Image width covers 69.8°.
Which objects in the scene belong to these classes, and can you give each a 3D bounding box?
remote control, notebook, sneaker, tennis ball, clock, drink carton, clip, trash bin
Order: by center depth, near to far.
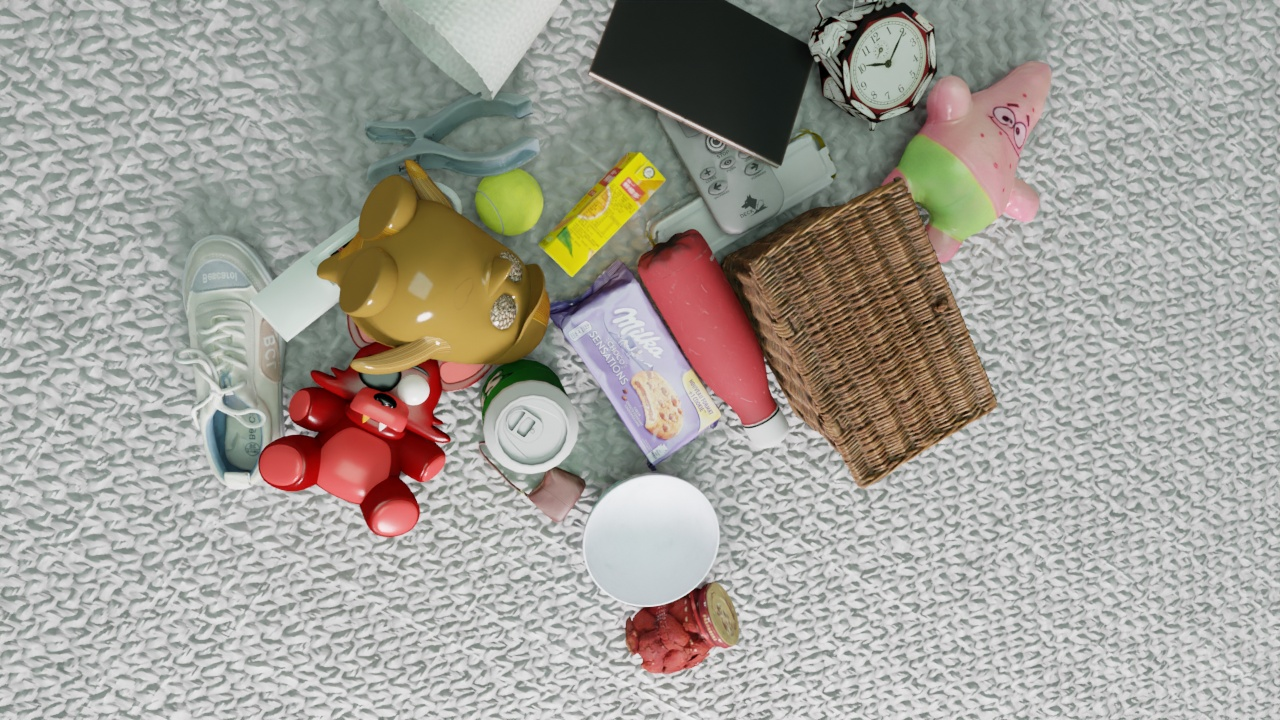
[{"bbox_3d":[-0.133,-0.340,0.822,0.133,0.133,0.161,40,87,-16],"label":"trash bin"},{"bbox_3d":[-0.174,-0.189,0.857,0.167,0.028,0.127,-13,62,-4],"label":"clip"},{"bbox_3d":[-0.380,0.004,0.860,0.089,0.091,0.242,-4,101,-9],"label":"sneaker"},{"bbox_3d":[-0.292,-0.084,0.863,0.049,0.024,0.143,47,68,-2],"label":"remote control"},{"bbox_3d":[-0.127,-0.154,0.889,0.065,0.065,0.065,-2,102,-11],"label":"tennis ball"},{"bbox_3d":[0.066,-0.294,0.902,0.209,0.008,0.141,22,75,-15],"label":"notebook"},{"bbox_3d":[-0.038,-0.146,0.912,0.134,0.058,0.043,-46,108,0],"label":"drink carton"},{"bbox_3d":[0.083,-0.202,0.921,0.074,0.019,0.151,-29,87,-3],"label":"remote control"},{"bbox_3d":[0.225,-0.317,0.923,0.114,0.065,0.154,-41,121,-1],"label":"clock"}]

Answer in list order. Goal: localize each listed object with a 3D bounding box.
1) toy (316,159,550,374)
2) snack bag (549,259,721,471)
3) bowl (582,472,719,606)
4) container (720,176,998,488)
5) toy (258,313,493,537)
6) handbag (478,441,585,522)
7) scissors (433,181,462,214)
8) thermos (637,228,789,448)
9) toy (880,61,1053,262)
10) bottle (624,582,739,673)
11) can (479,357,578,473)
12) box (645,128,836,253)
[{"bbox_3d":[-0.167,-0.063,0.842,0.203,0.163,0.198,25,67,-41],"label":"toy"},{"bbox_3d":[-0.006,0.005,0.951,0.096,0.058,0.205,-33,103,-6],"label":"snack bag"},{"bbox_3d":[0.005,0.179,0.979,0.144,0.074,0.144,-2,102,-11],"label":"bowl"},{"bbox_3d":[0.199,-0.038,0.915,0.162,0.183,0.250,-30,106,-5],"label":"container"},{"bbox_3d":[-0.253,0.053,0.887,0.158,0.120,0.197,28,87,-11],"label":"toy"},{"bbox_3d":[-0.120,0.120,0.970,0.119,0.029,0.055,34,95,-11],"label":"handbag"},{"bbox_3d":[-0.175,-0.124,0.894,0.133,0.012,0.097,27,129,-14],"label":"scissors"},{"bbox_3d":[0.083,-0.014,0.927,0.073,0.073,0.240,-32,106,-4],"label":"thermos"},{"bbox_3d":[0.356,-0.222,0.959,0.192,0.097,0.236,42,83,-24],"label":"toy"},{"bbox_3d":[0.041,0.284,1.000,0.111,0.098,0.099,-26,107,23],"label":"bottle"},{"bbox_3d":[-0.111,0.051,0.896,0.087,0.140,0.088,-2,102,-11],"label":"can"},{"bbox_3d":[0.105,-0.165,0.951,0.209,0.033,0.064,-31,108,-3],"label":"box"}]
